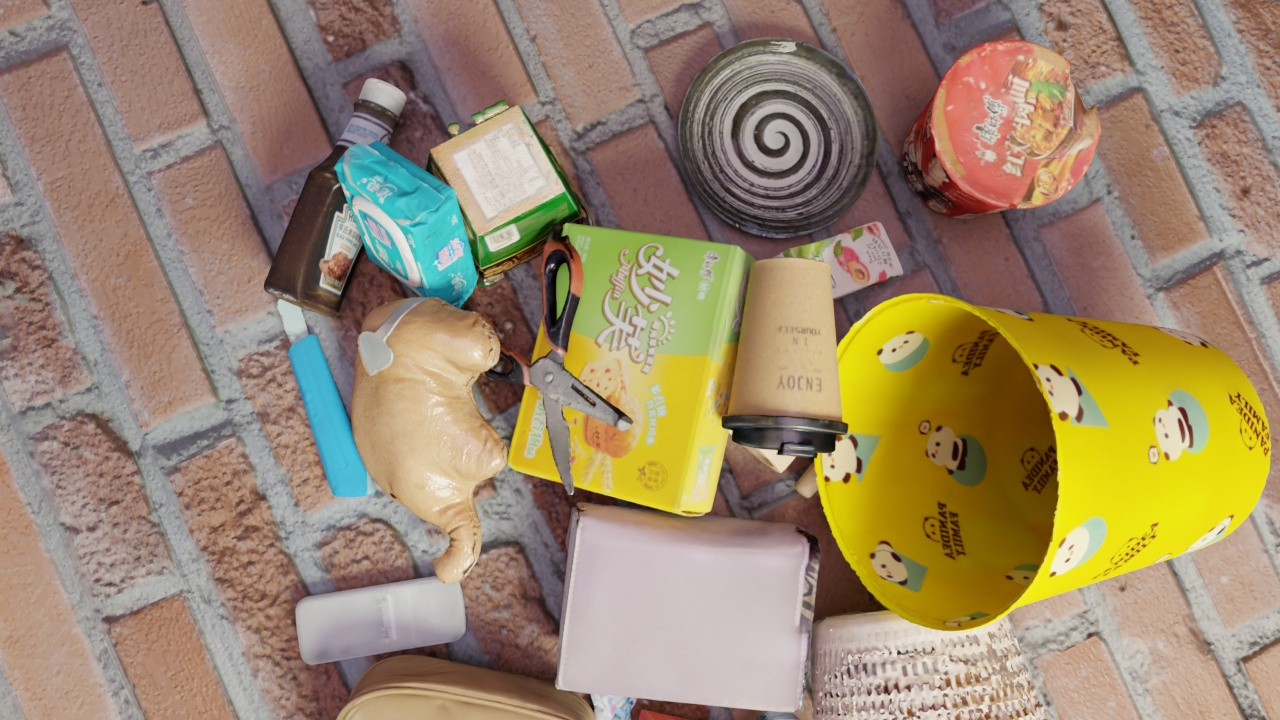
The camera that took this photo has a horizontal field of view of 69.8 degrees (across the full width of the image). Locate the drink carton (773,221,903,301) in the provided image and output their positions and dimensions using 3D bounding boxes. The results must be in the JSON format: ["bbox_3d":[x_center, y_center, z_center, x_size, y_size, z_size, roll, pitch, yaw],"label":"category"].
[{"bbox_3d":[0.160,-0.076,0.770,0.122,0.046,0.053,-20,86,-36],"label":"drink carton"}]

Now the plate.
[{"bbox_3d":[0.120,-0.195,0.810,0.179,0.024,0.179,0,85,-5],"label":"plate"}]

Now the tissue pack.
[{"bbox_3d":[-0.183,-0.102,0.725,0.093,0.134,0.050,35,65,21],"label":"tissue pack"}]

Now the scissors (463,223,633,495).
[{"bbox_3d":[-0.079,-0.002,0.716,0.189,0.015,0.226,-13,70,38],"label":"scissors"}]

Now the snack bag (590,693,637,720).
[{"bbox_3d":[-0.025,0.314,0.765,0.045,0.026,0.105,5,85,2],"label":"snack bag"}]

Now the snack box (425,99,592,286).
[{"bbox_3d":[-0.112,-0.139,0.748,0.118,0.105,0.117,-29,89,-5],"label":"snack box"}]

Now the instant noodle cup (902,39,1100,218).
[{"bbox_3d":[0.291,-0.184,0.778,0.138,0.108,0.138,0,86,-5],"label":"instant noodle cup"}]

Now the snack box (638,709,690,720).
[{"bbox_3d":[0.039,0.363,0.746,0.113,0.044,0.127,18,85,-16],"label":"snack box"}]

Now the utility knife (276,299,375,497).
[{"bbox_3d":[-0.268,0.029,0.770,0.034,0.018,0.187,-19,87,-17],"label":"utility knife"}]

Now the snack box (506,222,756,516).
[{"bbox_3d":[-0.004,0.004,0.734,0.158,0.070,0.210,11,86,25],"label":"snack box"}]

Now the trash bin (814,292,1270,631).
[{"bbox_3d":[0.301,0.066,0.686,0.254,0.230,0.229,-1,86,-27],"label":"trash bin"}]

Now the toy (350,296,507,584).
[{"bbox_3d":[-0.171,0.061,0.735,0.144,0.082,0.226,5,102,33],"label":"toy"}]

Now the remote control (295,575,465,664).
[{"bbox_3d":[-0.214,0.214,0.761,0.136,0.020,0.056,-9,86,-4],"label":"remote control"}]

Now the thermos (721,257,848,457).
[{"bbox_3d":[0.109,0.000,0.681,0.093,0.093,0.143,4,84,-4],"label":"thermos"}]

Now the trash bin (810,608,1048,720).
[{"bbox_3d":[0.221,0.288,0.704,0.227,0.228,0.192,-6,74,-5],"label":"trash bin"}]

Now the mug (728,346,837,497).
[{"bbox_3d":[0.134,0.042,0.772,0.124,0.084,0.103,43,85,-19],"label":"mug"}]

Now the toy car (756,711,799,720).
[{"bbox_3d":[0.109,0.325,0.727,0.043,0.034,0.090,6,88,-22],"label":"toy car"}]

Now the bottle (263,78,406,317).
[{"bbox_3d":[-0.243,-0.135,0.751,0.044,0.080,0.194,19,84,11],"label":"bottle"}]

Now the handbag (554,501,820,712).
[{"bbox_3d":[0.035,0.192,0.738,0.197,0.098,0.145,7,101,-5],"label":"handbag"}]

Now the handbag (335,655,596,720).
[{"bbox_3d":[-0.138,0.315,0.725,0.204,0.100,0.148,14,93,-3],"label":"handbag"}]
